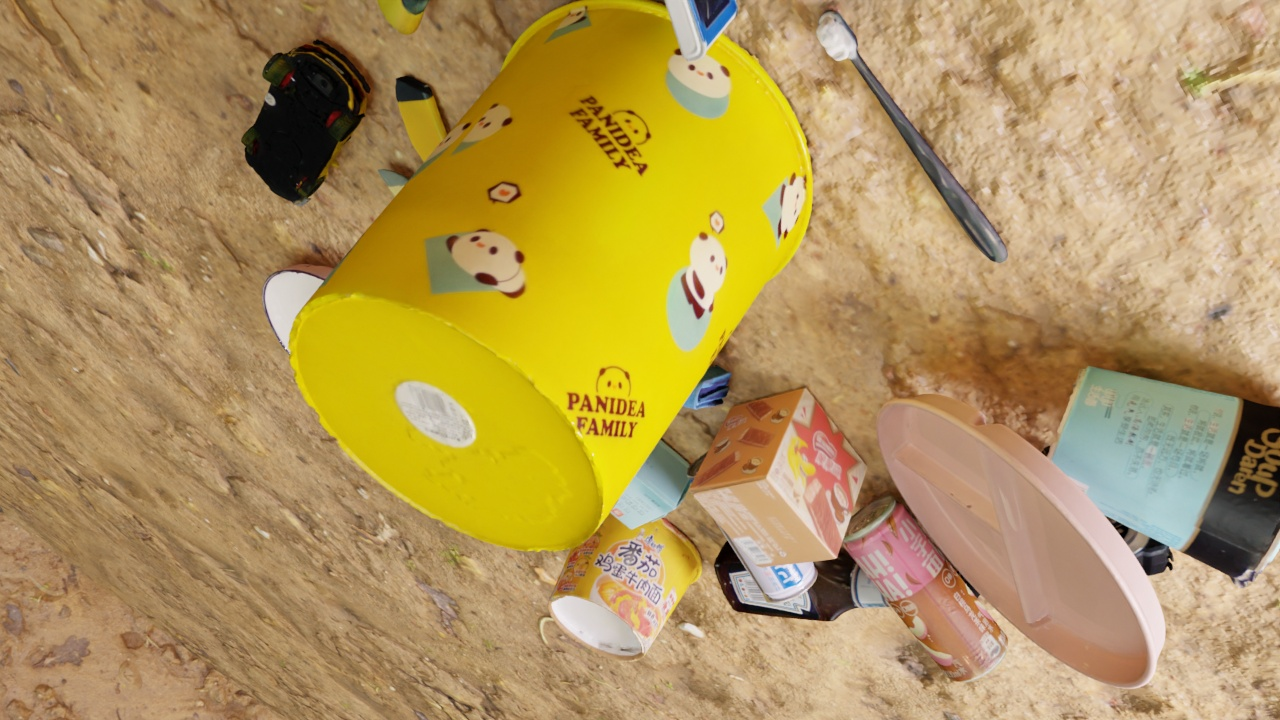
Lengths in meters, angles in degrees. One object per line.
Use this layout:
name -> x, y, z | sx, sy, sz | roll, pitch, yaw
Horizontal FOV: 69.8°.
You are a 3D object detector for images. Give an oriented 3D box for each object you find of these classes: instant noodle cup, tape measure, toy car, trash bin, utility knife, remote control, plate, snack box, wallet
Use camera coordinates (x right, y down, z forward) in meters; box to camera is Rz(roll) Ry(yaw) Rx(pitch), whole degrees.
instant noodle cup -> 0.309, 0.057, 0.541 | 0.120, 0.111, 0.111 | 22, 141, 26
instant noodle cup -> -0.022, 0.227, 0.926 | 0.138, 0.109, 0.138 | 19, 139, 17
tape measure -> 0.314, 0.118, 0.622 | 0.066, 0.065, 0.033 | -15, 131, 10
toy car -> -0.259, -0.179, 0.701 | 0.071, 0.041, 0.156 | 41, 139, -12
trash bin -> -0.048, -0.046, 0.535 | 0.230, 0.254, 0.230 | 19, 140, 16
utility knife -> -0.161, -0.088, 0.754 | 0.031, 0.018, 0.167 | 3, 132, 37
remote control -> 0.018, -0.221, 0.468 | 0.024, 0.048, 0.125 | 3, 133, 34
plate -> 0.244, 0.112, 0.605 | 0.229, 0.028, 0.230 | 53, 171, 12
utility knife -> -0.141, -0.120, 0.705 | 0.033, 0.015, 0.209 | 7, 133, 27
snack box -> -0.041, 0.074, 0.821 | 0.175, 0.051, 0.074 | 41, 140, -11
snack box -> 0.108, 0.091, 0.706 | 0.077, 0.094, 0.093 | -19, 119, 44
plate -> -0.272, -0.020, 0.878 | 0.192, 0.038, 0.193 | 21, 140, 18
wallet -> -0.004, 0.004, 0.695 | 0.133, 0.106, 0.040 | 20, 96, 16

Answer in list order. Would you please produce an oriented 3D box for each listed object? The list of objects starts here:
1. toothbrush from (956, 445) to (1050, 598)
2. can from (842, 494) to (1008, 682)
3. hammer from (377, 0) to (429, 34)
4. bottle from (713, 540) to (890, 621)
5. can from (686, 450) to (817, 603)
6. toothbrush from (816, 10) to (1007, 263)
toothbrush -> 0.275, 0.134, 0.700 | 0.026, 0.027, 0.213 | -12, 140, -16
can -> 0.224, 0.181, 0.727 | 0.147, 0.057, 0.058 | 52, 140, 1
hammer -> -0.064, -0.264, 0.458 | 0.324, 0.031, 0.126 | -18, 81, 53
bottle -> 0.164, 0.199, 0.827 | 0.195, 0.043, 0.080 | -5, 119, 35
can -> 0.095, 0.136, 0.773 | 0.053, 0.053, 0.134 | -22, 104, 45
toothbrush -> 0.155, -0.119, 0.514 | 0.181, 0.018, 0.016 | 46, 137, -19
